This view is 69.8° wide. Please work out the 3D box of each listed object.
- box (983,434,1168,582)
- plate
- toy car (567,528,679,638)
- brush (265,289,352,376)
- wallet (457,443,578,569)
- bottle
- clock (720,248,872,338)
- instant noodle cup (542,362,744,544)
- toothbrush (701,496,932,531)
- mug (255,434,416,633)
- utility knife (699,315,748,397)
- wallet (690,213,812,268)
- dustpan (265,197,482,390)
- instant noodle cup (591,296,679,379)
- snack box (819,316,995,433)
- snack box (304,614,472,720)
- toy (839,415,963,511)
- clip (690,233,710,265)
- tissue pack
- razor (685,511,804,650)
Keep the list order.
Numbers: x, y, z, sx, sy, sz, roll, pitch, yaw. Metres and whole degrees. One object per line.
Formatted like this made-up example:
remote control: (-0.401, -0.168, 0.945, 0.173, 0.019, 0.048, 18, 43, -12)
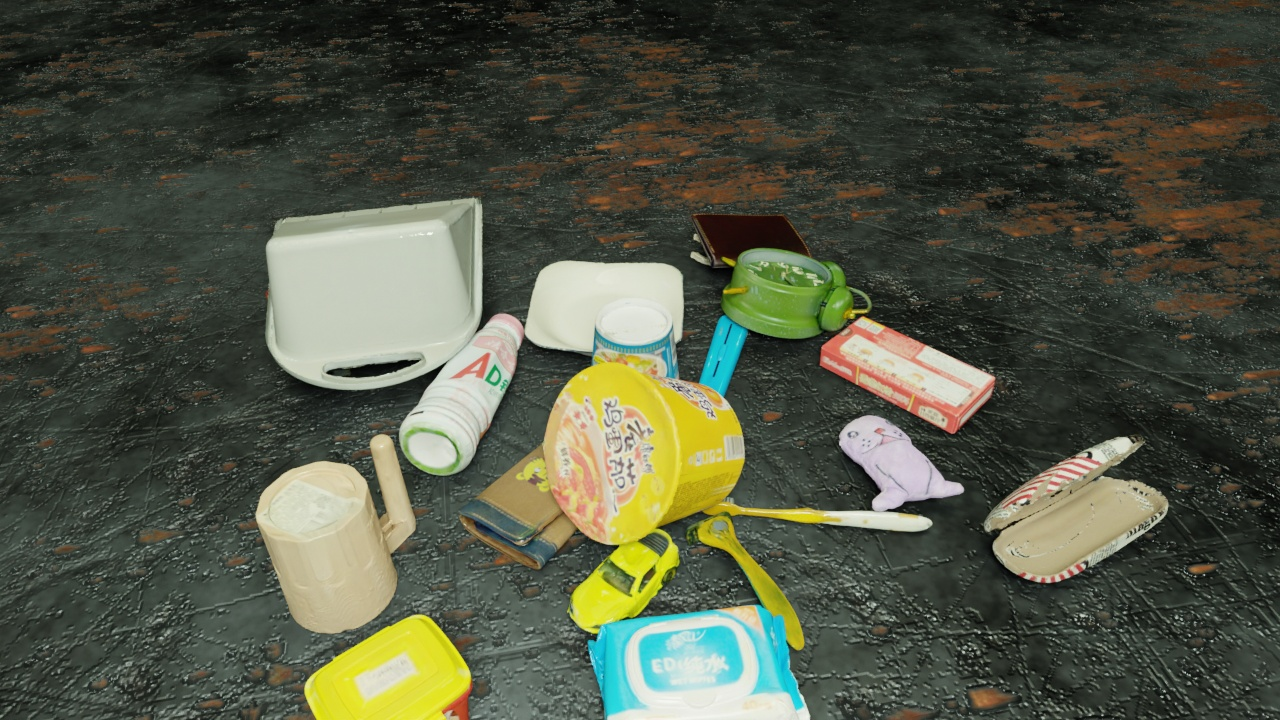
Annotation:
box: (0.353, 0.125, 0.735, 0.162, 0.076, 0.087, -22, 69, -25)
plate: (-0.036, -0.050, 0.977, 0.163, 0.034, 0.164, 2, 39, 3)
toy car: (-0.012, 0.168, 0.707, 0.048, 0.032, 0.105, 26, 48, 29)
brush: (-0.346, -0.039, 0.947, 0.069, 0.063, 0.146, -6, 36, -28)
wallet: (-0.083, 0.118, 0.773, 0.090, 0.033, 0.115, 23, 41, 28)
bottle: (-0.159, 0.022, 0.867, 0.068, 0.068, 0.196, 7, 37, 10)
clock: (0.163, -0.071, 0.967, 0.161, 0.056, 0.116, 9, 29, -1)
instant noodle cup: (0.009, 0.071, 0.736, 0.138, 0.138, 0.109, 34, 20, 35)
toothbrush: (0.146, 0.128, 0.768, 0.191, 0.016, 0.018, 3, 30, 6)
mug: (-0.224, 0.129, 0.703, 0.084, 0.104, 0.124, 20, 43, 24)
utility knife: (0.077, 0.012, 0.911, 0.034, 0.018, 0.190, 10, 41, 12)
wallet: (0.126, -0.140, 1.056, 0.122, 0.020, 0.096, -2, 42, -17)
dustpan: (-0.264, -0.072, 0.919, 0.222, 0.143, 0.257, -7, 15, -7)
instant noodle cup: (-0.005, 0.005, 0.848, 0.099, 0.110, 0.099, 0, 39, 0)
snack box: (0.260, 0.011, 0.902, 0.153, 0.025, 0.075, 30, 49, 33)
snack box: (-0.158, 0.228, 0.596, 0.091, 0.080, 0.082, -27, 45, -29)
toy: (0.214, 0.088, 0.796, 0.083, 0.039, 0.108, -10, 40, -17)
clip: (0.113, -0.139, 1.087, 0.104, 0.035, 0.082, 6, 40, 1)
tissue pack: (0.037, 0.217, 0.619, 0.140, 0.063, 0.089, -5, 39, -4)
razor: (0.086, 0.169, 0.711, 0.043, 0.028, 0.132, -16, 43, -23)
